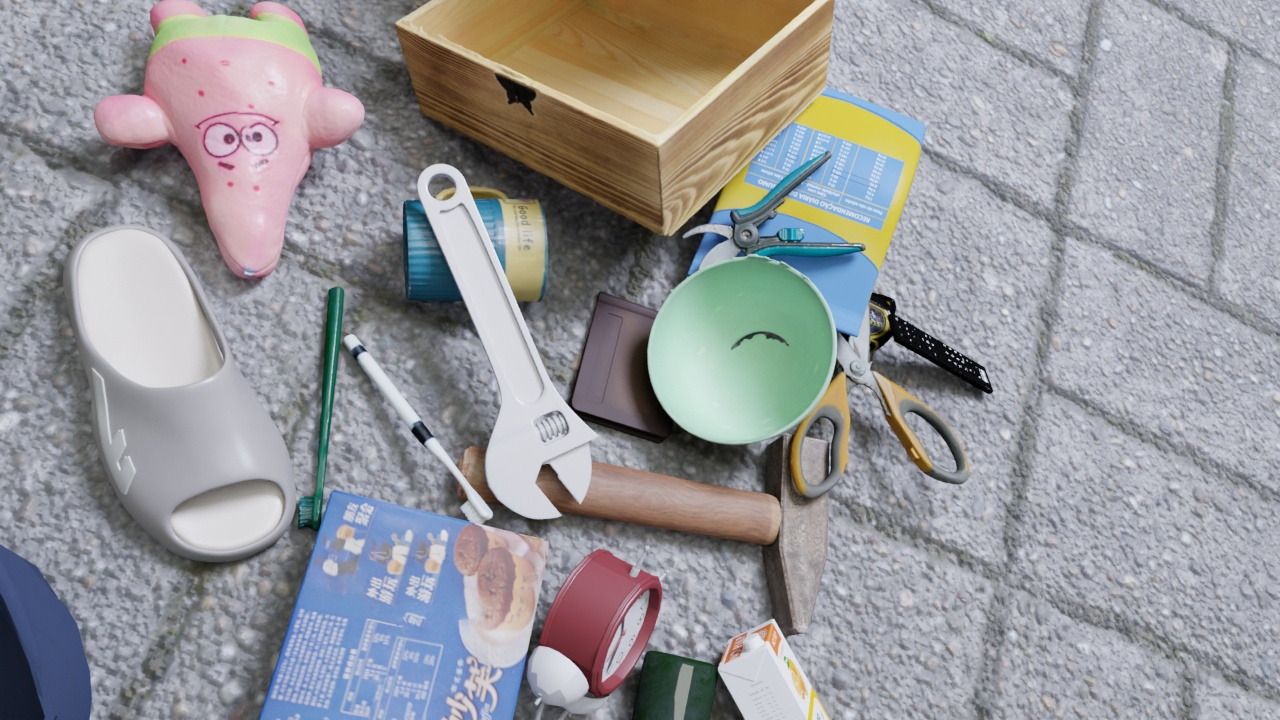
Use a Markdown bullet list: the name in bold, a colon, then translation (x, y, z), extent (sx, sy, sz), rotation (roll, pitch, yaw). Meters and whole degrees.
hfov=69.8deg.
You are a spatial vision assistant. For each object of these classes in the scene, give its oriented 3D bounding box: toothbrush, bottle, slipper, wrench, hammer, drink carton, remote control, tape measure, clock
- **toothbrush**: translation (-0.238, 0.033, 0.686), extent (0.017, 0.016, 0.189), rotation (3, 69, -12)
- **bottle**: translation (0.012, 0.297, 0.643), extent (0.055, 0.055, 0.174), rotation (16, 74, -11)
- **slipper**: translation (-0.325, 0.010, 0.631), extent (0.112, 0.081, 0.265), rotation (-20, 77, -26)
- **wrench**: translation (-0.110, -0.014, 0.674), extent (0.086, 0.018, 0.273), rotation (-24, 89, -14)
- **hammer**: translation (0.005, 0.116, 0.718), extent (0.300, 0.037, 0.157), rotation (12, 67, -13)
- **drink carton**: translation (0.104, 0.254, 0.670), extent (0.040, 0.058, 0.122), rotation (-30, 87, 14)
- **remote control**: translation (0.274, -0.005, 0.834), extent (0.140, 0.009, 0.030), rotation (24, 44, -31)
- **toothbrush**: translation (-0.170, 0.050, 0.682), extent (0.017, 0.012, 0.187), rotation (-44, 72, 7)
- **tape measure**: translation (0.201, -0.036, 0.839), extent (0.061, 0.034, 0.061), rotation (18, 63, -7)
- **clock**: translation (-0.032, 0.194, 0.642), extent (0.048, 0.096, 0.137), rotation (22, 72, 23)

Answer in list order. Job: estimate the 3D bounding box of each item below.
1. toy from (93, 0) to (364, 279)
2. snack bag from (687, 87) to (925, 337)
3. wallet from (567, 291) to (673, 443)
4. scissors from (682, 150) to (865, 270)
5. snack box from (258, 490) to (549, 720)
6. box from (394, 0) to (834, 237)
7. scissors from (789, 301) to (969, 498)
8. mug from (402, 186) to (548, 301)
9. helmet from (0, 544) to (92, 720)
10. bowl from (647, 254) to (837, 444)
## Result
- **toy**: translation (-0.309, -0.177, 0.703), extent (0.192, 0.097, 0.236), rotation (-7, 80, -11)
- **snack bag**: translation (0.146, -0.133, 0.811), extent (0.159, 0.102, 0.204), rotation (21, 67, 3)
- **wallet**: translation (-0.005, 0.004, 0.770), extent (0.091, 0.018, 0.115), rotation (18, 64, -10)
- **scissors**: translation (0.115, -0.119, 0.761), extent (0.154, 0.019, 0.124), rotation (12, 88, 2)
- **snack box**: translation (-0.161, 0.207, 0.613), extent (0.155, 0.069, 0.202), rotation (15, 66, -11)
- **box**: translation (-0.007, -0.336, 0.686), extent (0.279, 0.324, 0.283), rotation (30, 58, 27)
- **scissors**: translation (0.198, 0.029, 0.783), extent (0.216, 0.016, 0.224), rotation (22, 62, -6)
- **mug**: translation (-0.136, -0.098, 0.738), extent (0.107, 0.083, 0.113), rotation (-3, 49, -15)
- **helmet**: translation (-0.404, 0.170, 0.460), extent (0.232, 0.223, 0.272), rotation (-4, 101, -4)
- **bowl**: translation (0.088, -0.002, 0.739), extent (0.151, 0.077, 0.150), rotation (-5, 77, 21)
